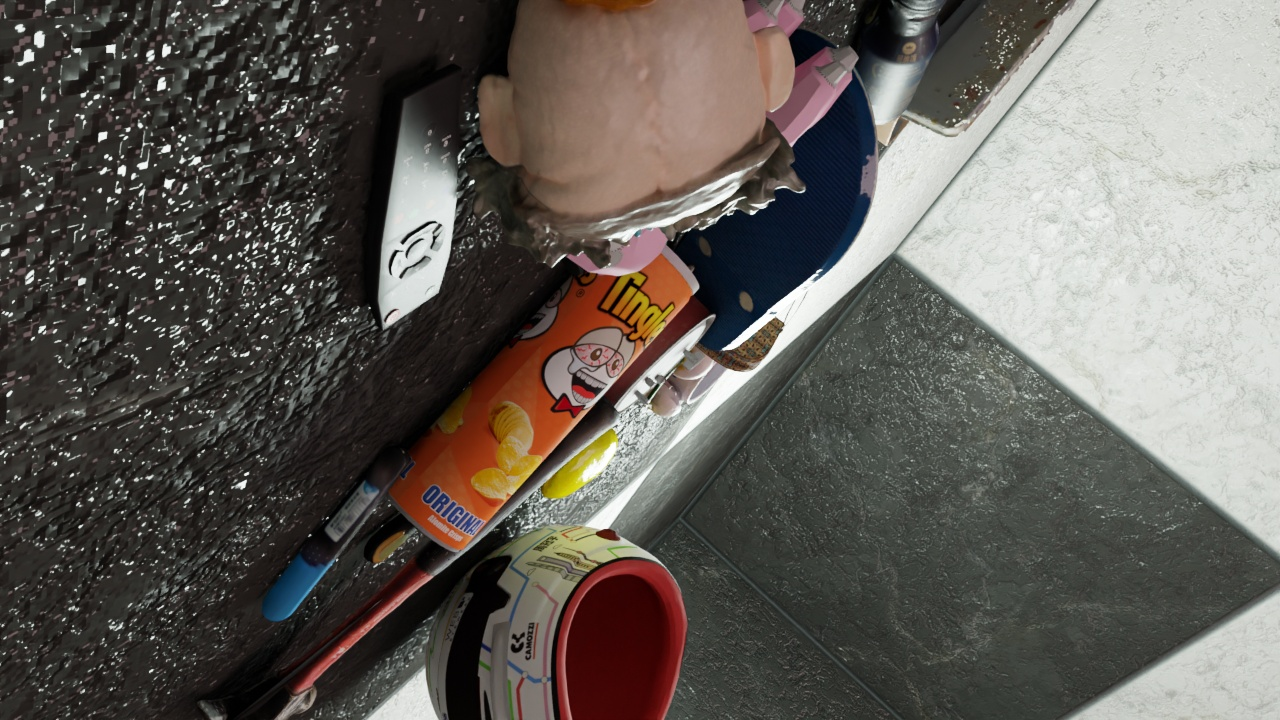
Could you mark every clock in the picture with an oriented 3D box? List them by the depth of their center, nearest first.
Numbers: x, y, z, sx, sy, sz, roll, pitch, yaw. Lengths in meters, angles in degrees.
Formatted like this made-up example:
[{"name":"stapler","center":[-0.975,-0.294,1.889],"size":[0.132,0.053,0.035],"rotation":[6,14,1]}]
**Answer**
[{"name":"clock","center":[-0.004,0.004,0.680],"size":[0.109,0.062,0.157],"rotation":[-40,172,-35]},{"name":"clock","center":[0.050,-0.004,0.911],"size":[0.157,0.059,0.117],"rotation":[-35,163,-47]}]

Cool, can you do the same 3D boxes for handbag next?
[{"name":"handbag","center":[0.115,-0.076,0.861],"size":[0.195,0.093,0.043],"rotation":[-49,176,-26]}]

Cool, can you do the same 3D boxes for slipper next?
[{"name":"slipper","center":[0.088,-0.095,0.609],"size":[0.060,0.118,0.296],"rotation":[-28,166,-25]}]

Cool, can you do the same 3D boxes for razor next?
[{"name":"razor","center":[-0.132,0.091,0.630],"size":[0.143,0.021,0.044],"rotation":[-40,149,-39]}]

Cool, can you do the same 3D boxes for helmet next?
[{"name":"helmet","center":[-0.098,0.297,0.914],"size":[0.237,0.231,0.313],"rotation":[-14,-166,28]}]

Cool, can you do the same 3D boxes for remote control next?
[{"name":"remote control","center":[-0.084,-0.057,0.340],"size":[0.039,0.010,0.125],"rotation":[-41,167,-34]}]

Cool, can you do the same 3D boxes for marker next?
[{"name":"marker","center":[-0.169,0.096,0.512],"size":[0.123,0.018,0.015],"rotation":[-51,174,6]}]

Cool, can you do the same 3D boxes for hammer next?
[{"name":"hammer","center":[-0.143,0.134,0.598],"size":[0.326,0.036,0.140],"rotation":[-42,172,-1]}]

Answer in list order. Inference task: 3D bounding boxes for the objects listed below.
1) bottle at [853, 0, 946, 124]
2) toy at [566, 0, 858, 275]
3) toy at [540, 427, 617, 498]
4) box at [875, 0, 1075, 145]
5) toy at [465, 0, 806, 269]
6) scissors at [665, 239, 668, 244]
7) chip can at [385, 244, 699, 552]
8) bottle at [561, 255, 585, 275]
[{"name":"bottle","center":[0.187,-0.232,0.672],"size":[0.056,0.056,0.161],"rotation":[-47,169,-9]},{"name":"toy","center":[0.027,-0.107,0.449],"size":[0.158,0.067,0.123],"rotation":[-39,-174,27]},{"name":"toy","center":[-0.060,0.098,0.884],"size":[0.094,0.041,0.096],"rotation":[-38,166,-24]},{"name":"box","center":[0.332,-0.299,0.908],"size":[0.217,0.094,0.121],"rotation":[-47,172,-6]},{"name":"toy","center":[-0.006,-0.103,0.333],"size":[0.132,0.076,0.176],"rotation":[-18,150,-8]},{"name":"scissors","center":[-0.007,-0.053,0.654],"size":[0.078,0.013,0.132],"rotation":[-47,172,-18]},{"name":"chip can","center":[-0.058,0.014,0.543],"size":[0.210,0.062,0.062],"rotation":[-48,169,-5]},{"name":"bottle","center":[0.004,-0.089,0.513],"size":[0.122,0.033,0.033],"rotation":[-43,168,-23]}]
